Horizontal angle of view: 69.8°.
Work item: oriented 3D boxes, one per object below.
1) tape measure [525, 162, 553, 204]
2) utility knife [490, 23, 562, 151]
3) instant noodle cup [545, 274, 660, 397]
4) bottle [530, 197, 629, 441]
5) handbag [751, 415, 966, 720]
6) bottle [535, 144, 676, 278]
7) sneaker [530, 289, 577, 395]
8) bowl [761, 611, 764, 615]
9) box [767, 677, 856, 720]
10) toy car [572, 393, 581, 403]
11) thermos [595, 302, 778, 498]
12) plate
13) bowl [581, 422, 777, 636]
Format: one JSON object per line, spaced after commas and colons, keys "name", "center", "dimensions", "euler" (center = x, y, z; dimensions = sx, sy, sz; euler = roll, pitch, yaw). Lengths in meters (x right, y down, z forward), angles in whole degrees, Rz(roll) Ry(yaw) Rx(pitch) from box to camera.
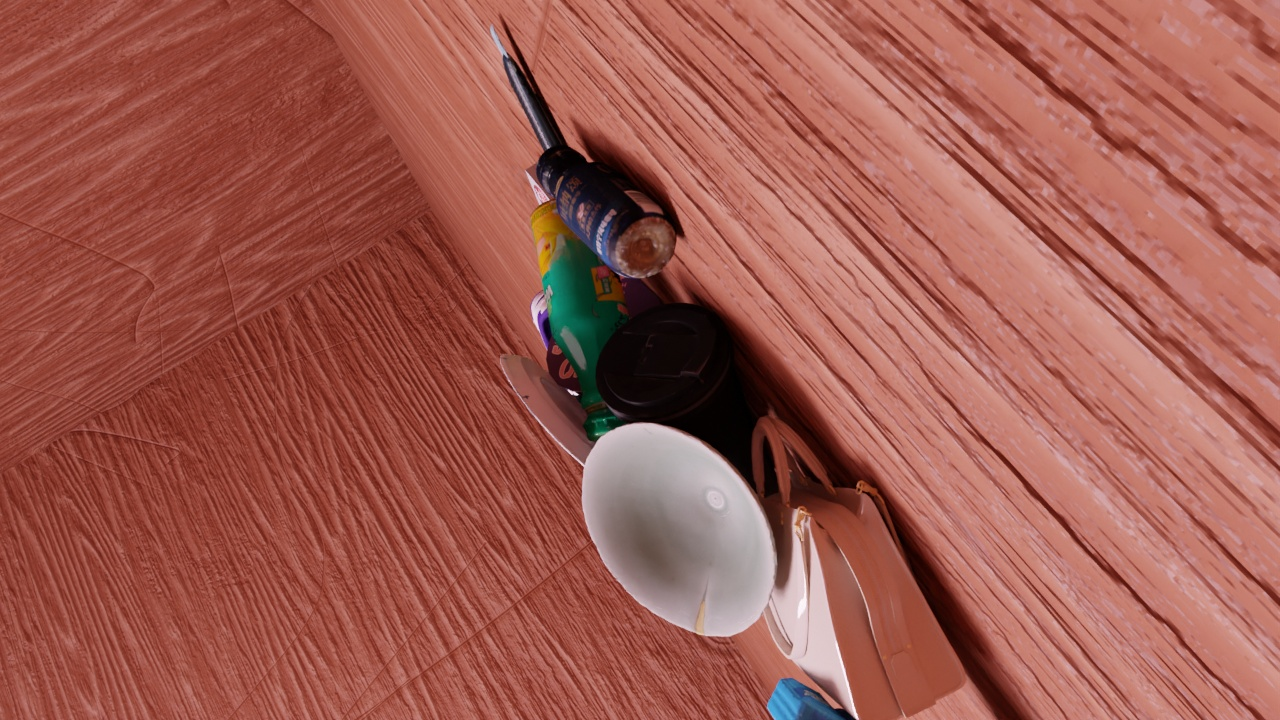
{"name": "tape measure", "center": [-0.090, -0.168, 0.954], "dimensions": [0.062, 0.020, 0.060], "euler": [51, 170, 28]}
{"name": "utility knife", "center": [-0.086, -0.204, 0.794], "dimensions": [0.029, 0.020, 0.188], "euler": [45, 167, 53]}
{"name": "instant noodle cup", "center": [-0.005, 0.005, 0.887], "dimensions": [0.122, 0.122, 0.136], "euler": [51, -138, -44]}
{"name": "bottle", "center": [-0.044, -0.035, 0.786], "dimensions": [0.068, 0.068, 0.209], "euler": [88, 170, -75]}
{"name": "handbag", "center": [0.127, 0.133, 0.662], "dimensions": [0.195, 0.101, 0.198], "euler": [172, 77, -81]}
{"name": "bottle", "center": [-0.031, -0.117, 0.688], "dimensions": [0.160, 0.056, 0.056], "euler": [48, 169, 47]}
{"name": "sneaker", "center": [-0.082, 0.006, 1.333], "dimensions": [0.244, 0.091, 0.111], "euler": [64, 173, -8]}
{"name": "bowl", "center": [0.097, 0.169, 0.884], "dimensions": [0.176, 0.176, 0.058], "euler": [44, 125, 56]}
{"name": "box", "center": [0.193, 0.317, 0.623], "dimensions": [0.243, 0.085, 0.092], "euler": [28, 172, 4]}
{"name": "toy car", "center": [-0.024, 0.089, 1.184], "dimensions": [0.094, 0.071, 0.192], "euler": [66, 170, -15]}
{"name": "thermos", "center": [0.050, 0.054, 0.752], "dimensions": [0.106, 0.106, 0.219], "euler": [49, 174, 44]}
{"name": "plate", "center": [-0.065, 0.049, 0.813], "dimensions": [0.157, 0.014, 0.157], "euler": [47, -176, -5]}
{"name": "bowl", "center": [0.041, 0.114, 0.686], "dimensions": [0.174, 0.067, 0.174], "euler": [19, 123, 31]}
